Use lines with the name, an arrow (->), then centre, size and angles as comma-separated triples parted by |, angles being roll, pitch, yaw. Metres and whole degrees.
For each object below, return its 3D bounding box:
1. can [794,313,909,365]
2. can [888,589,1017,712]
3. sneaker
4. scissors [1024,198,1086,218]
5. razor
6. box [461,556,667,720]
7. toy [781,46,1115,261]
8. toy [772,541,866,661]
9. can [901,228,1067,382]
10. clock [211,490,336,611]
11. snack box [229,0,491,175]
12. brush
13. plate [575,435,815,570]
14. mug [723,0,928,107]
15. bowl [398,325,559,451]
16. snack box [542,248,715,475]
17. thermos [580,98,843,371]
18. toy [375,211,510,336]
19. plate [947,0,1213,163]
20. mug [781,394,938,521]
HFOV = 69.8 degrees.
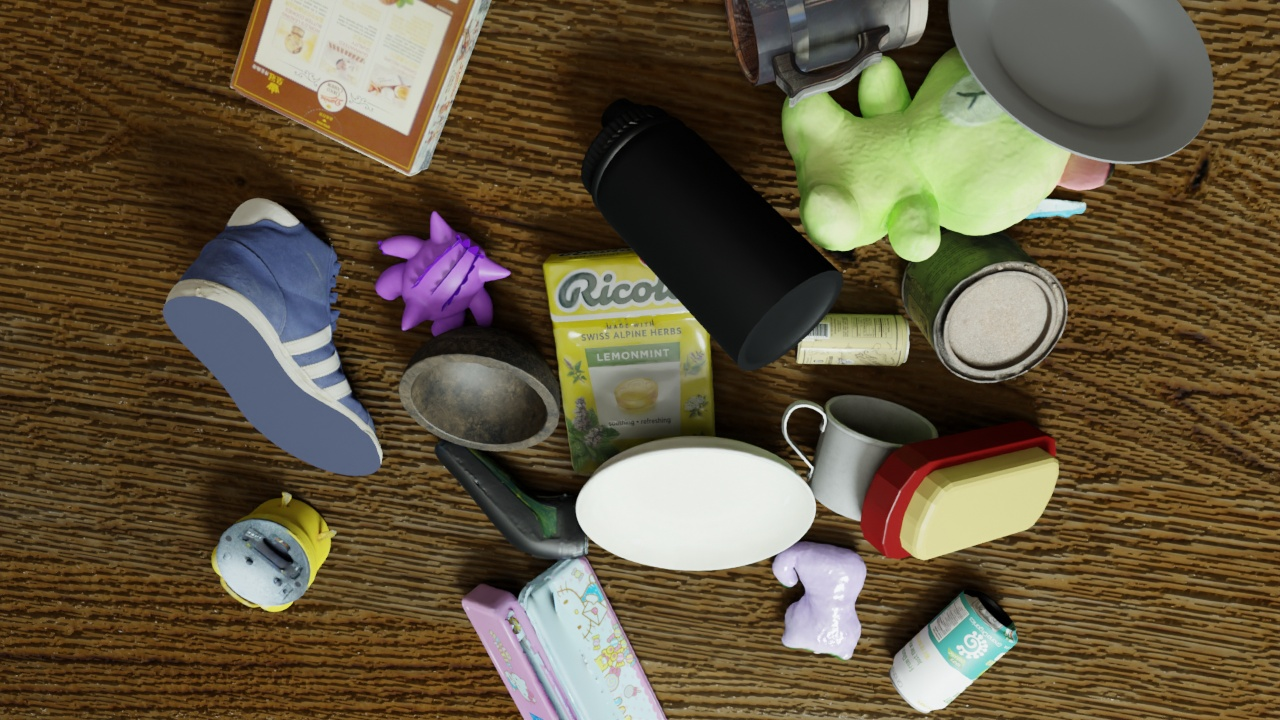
can -> 0.157, -0.016, 0.685 | 0.079, 0.038, 0.038 | 1, 109, 6
can -> 0.255, 0.238, 0.752 | 0.055, 0.054, 0.102 | 36, 108, -7
sneaker -> -0.267, -0.019, 0.721 | 0.091, 0.118, 0.233 | -8, 141, 17
scissors -> 0.246, -0.119, 0.655 | 0.140, 0.013, 0.118 | -34, 101, 18
razor -> -0.102, 0.110, 0.756 | 0.151, 0.054, 0.067 | 42, 81, 0
box -> -0.061, 0.273, 0.813 | 0.090, 0.091, 0.214 | -4, 115, 53
toy -> 0.194, -0.136, 0.605 | 0.197, 0.107, 0.150 | -6, 66, -1
toy -> 0.146, 0.197, 0.761 | 0.080, 0.036, 0.100 | 10, 105, 13
can -> 0.237, -0.040, 0.639 | 0.090, 0.074, 0.090 | -1, 119, -2
clock -> -0.320, 0.171, 0.789 | 0.083, 0.057, 0.119 | 42, 107, -9
snack box -> -0.196, -0.228, 0.649 | 0.143, 0.041, 0.147 | 26, 109, -3
brush -> 0.238, 0.096, 0.662 | 0.173, 0.042, 0.082 | -7, 120, -31
plate -> 0.042, 0.106, 0.711 | 0.182, 0.034, 0.183 | 1, 141, 1
mug -> 0.119, -0.213, 0.575 | 0.107, 0.115, 0.080 | -17, 147, -1
bowl -> -0.118, 0.013, 0.706 | 0.121, 0.056, 0.121 | 5, 141, 4
snack box -> -0.004, 0.004, 0.705 | 0.121, 0.045, 0.181 | -3, 109, 7
thermos -> 0.035, -0.093, 0.613 | 0.086, 0.086, 0.198 | -48, 65, 18
toy -> -0.151, -0.060, 0.693 | 0.106, 0.055, 0.088 | 39, 105, -15
plate -> 0.271, -0.196, 0.569 | 0.178, 0.012, 0.178 | 4, 68, -11
mug -> 0.158, 0.070, 0.690 | 0.113, 0.084, 0.071 | 11, 112, 1
